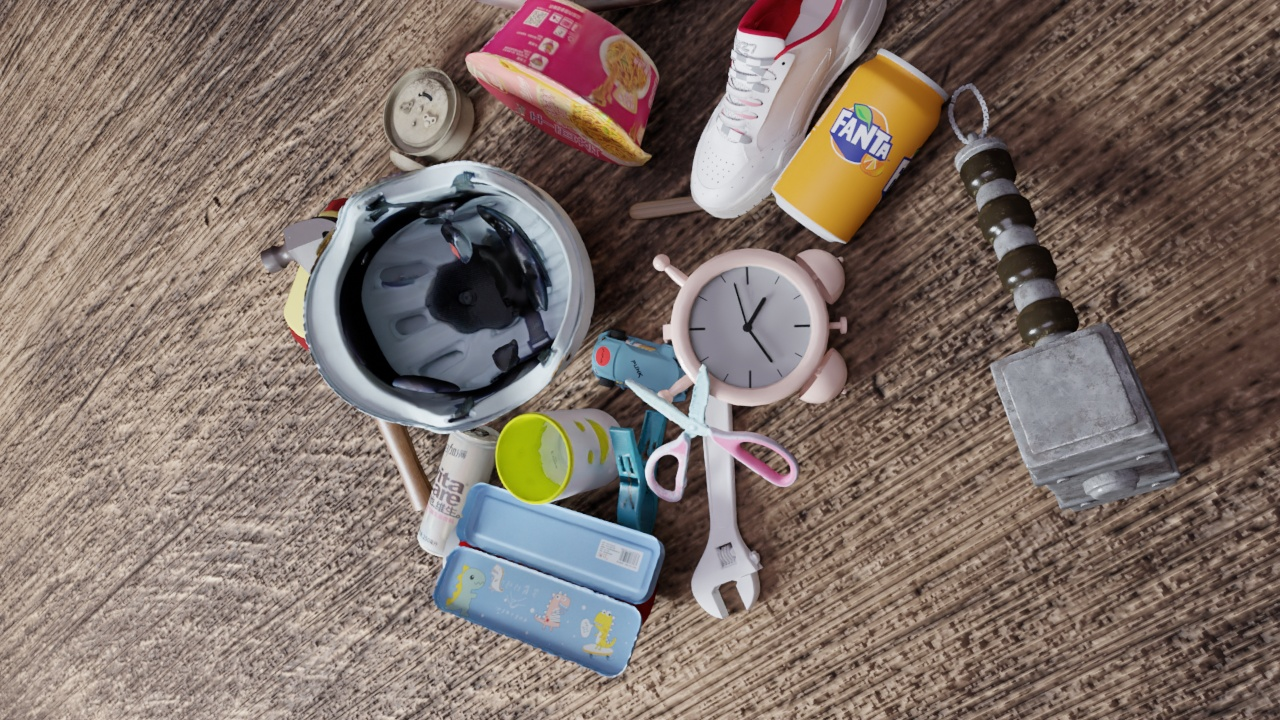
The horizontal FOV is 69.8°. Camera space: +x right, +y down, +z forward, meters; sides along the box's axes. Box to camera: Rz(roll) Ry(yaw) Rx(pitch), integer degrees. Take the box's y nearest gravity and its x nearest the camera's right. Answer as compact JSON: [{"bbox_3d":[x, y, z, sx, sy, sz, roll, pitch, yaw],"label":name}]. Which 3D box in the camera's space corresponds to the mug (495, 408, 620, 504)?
[{"bbox_3d":[-0.073,0.087,0.863,0.083,0.106,0.082,0,91,27],"label":"mug"}]

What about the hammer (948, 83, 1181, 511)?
[{"bbox_3d":[0.285,-0.057,0.669,0.080,0.176,0.325,-23,61,26],"label":"hammer"}]

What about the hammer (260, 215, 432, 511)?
[{"bbox_3d":[-0.283,0.007,0.956,0.115,0.033,0.323,-18,101,11],"label":"hammer"}]

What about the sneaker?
[{"bbox_3d":[0.101,-0.234,0.760,0.090,0.104,0.237,47,110,31],"label":"sneaker"}]

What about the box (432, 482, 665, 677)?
[{"bbox_3d":[-0.087,0.194,0.831,0.209,0.021,0.125,13,79,26],"label":"box"}]

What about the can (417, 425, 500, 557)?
[{"bbox_3d":[-0.188,0.134,0.954,0.054,0.054,0.136,25,103,25],"label":"can"}]

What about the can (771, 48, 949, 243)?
[{"bbox_3d":[0.176,-0.171,0.743,0.079,0.079,0.143,42,109,21],"label":"can"}]

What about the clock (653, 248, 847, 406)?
[{"bbox_3d":[0.095,-0.028,0.790,0.160,0.086,0.131,-2,90,10],"label":"clock"}]

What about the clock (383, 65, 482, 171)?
[{"bbox_3d":[-0.226,-0.239,0.970,0.093,0.054,0.141,28,96,25],"label":"clock"}]

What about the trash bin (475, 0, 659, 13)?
[{"bbox_3d":[-0.099,-0.393,0.774,0.182,0.259,0.157,7,100,36],"label":"trash bin"}]

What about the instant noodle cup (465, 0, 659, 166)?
[{"bbox_3d":[-0.060,-0.255,0.826,0.179,0.178,0.077,26,86,25],"label":"instant noodle cup"}]

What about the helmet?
[{"bbox_3d":[-0.170,-0.059,0.869,0.264,0.163,0.236,-26,91,10],"label":"helmet"}]

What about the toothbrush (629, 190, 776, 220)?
[{"bbox_3d":[0.064,-0.145,0.839,0.167,0.016,0.016,-3,88,29],"label":"toothbrush"}]

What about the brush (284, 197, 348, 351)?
[{"bbox_3d":[-0.331,-0.089,0.988,0.082,0.041,0.173,31,105,24],"label":"brush"}]

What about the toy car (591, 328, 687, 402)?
[{"bbox_3d":[-0.005,0.005,0.870,0.108,0.027,0.060,17,98,27],"label":"toy car"}]

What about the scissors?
[{"bbox_3d":[0.047,0.074,0.792,0.170,0.013,0.174,33,132,-12],"label":"scissors"}]

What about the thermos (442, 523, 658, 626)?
[{"bbox_3d":[-0.086,0.212,0.892,0.199,0.083,0.108,5,126,26],"label":"thermos"}]

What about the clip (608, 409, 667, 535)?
[{"bbox_3d":[0.003,0.108,0.863,0.027,0.103,0.120,8,101,31],"label":"clip"}]

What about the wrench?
[{"bbox_3d":[0.072,0.097,0.837,0.066,0.018,0.273,-5,87,28],"label":"wrench"}]
